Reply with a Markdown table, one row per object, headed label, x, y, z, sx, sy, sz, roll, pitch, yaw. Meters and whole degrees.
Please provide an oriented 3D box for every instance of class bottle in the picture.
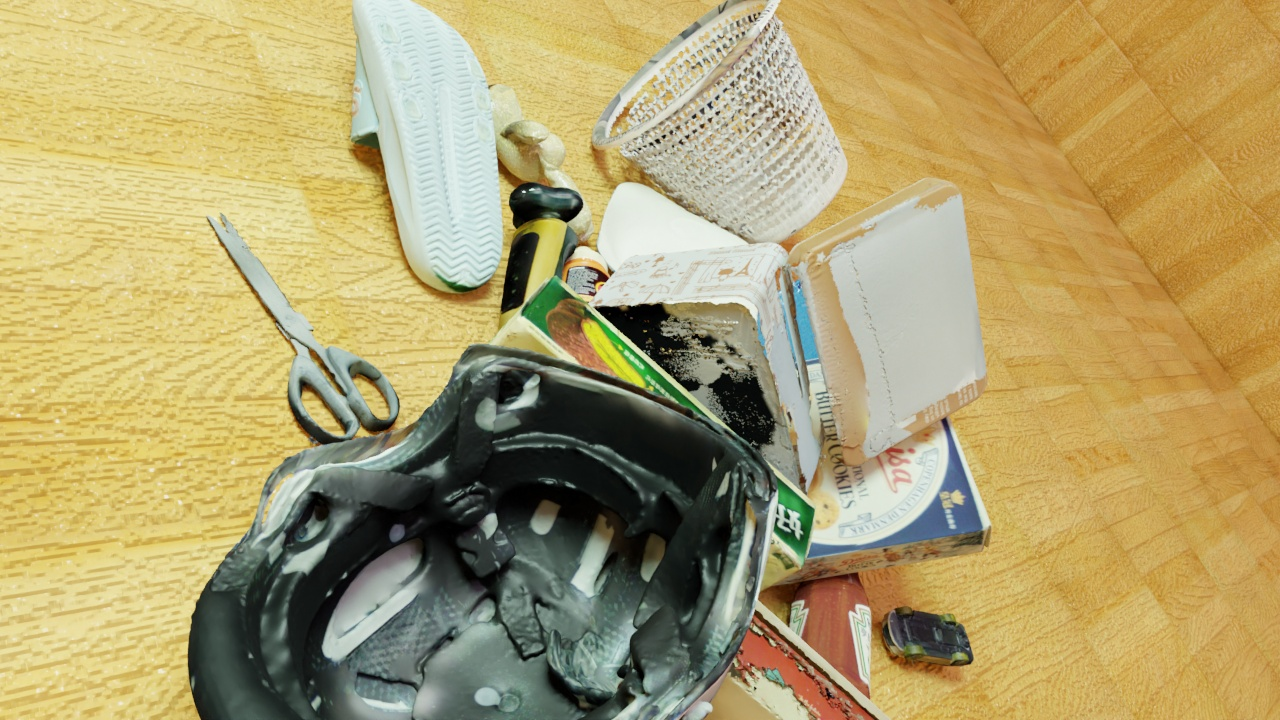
| label | x | y | z | sx | sy | sz | roll | pitch | yaw |
| --- | --- | --- | --- | --- | --- | --- | --- | --- | --- |
| bottle | -0.045 | -0.042 | 0.718 | 0.066 | 0.067 | 0.149 | 29 | 33 | -25 |
| bottle | 0.148 | 0.182 | 0.706 | 0.060 | 0.060 | 0.205 | 38 | 36 | -13 |

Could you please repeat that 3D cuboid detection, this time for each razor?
| label | x | y | z | sx | sy | sz | roll | pitch | yaw |
| --- | --- | --- | --- | --- | --- | --- | --- | --- | --- |
| razor | -0.081 | -0.074 | 0.685 | 0.067 | 0.062 | 0.167 | 53 | 28 | -36 |

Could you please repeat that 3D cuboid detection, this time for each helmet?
| label | x | y | z | sx | sy | sz | roll | pitch | yaw |
| --- | --- | --- | --- | --- | --- | --- | --- | --- | --- |
| helmet | -0.062 | 0.126 | 0.447 | 0.230 | 0.157 | 0.273 | 21 | 43 | 21 |

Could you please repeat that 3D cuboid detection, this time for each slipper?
| label | x | y | z | sx | sy | sz | roll | pitch | yaw |
| --- | --- | --- | --- | --- | --- | --- | --- | --- | --- |
| slipper | -0.165 | -0.163 | 0.696 | 0.103 | 0.074 | 0.245 | 0 | 74 | -48 |

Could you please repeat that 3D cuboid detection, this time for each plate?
| label | x | y | z | sx | sy | sz | roll | pitch | yaw |
| --- | --- | --- | --- | --- | --- | --- | --- | --- | --- |
| plate | 0.034 | -0.086 | 0.841 | 0.163 | 0.034 | 0.163 | 27 | 38 | -10 |

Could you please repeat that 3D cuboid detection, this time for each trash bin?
| label | x | y | z | sx | sy | sz | roll | pitch | yaw |
| --- | --- | --- | --- | --- | --- | --- | --- | --- | --- |
| trash bin | 0.096 | -0.224 | 0.920 | 0.192 | 0.228 | 0.226 | 46 | 34 | -24 |

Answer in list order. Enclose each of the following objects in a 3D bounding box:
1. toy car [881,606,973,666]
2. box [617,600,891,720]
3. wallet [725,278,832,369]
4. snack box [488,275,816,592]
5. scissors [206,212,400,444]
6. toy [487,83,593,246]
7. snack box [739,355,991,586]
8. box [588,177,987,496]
| label | x | y | z | sx | sy | sz | roll | pitch | yaw |
| --- | --- | --- | --- | --- | --- | --- | --- | --- | --- |
| toy car | 0.239 | 0.235 | 0.772 | 0.090 | 0.035 | 0.042 | 18 | 44 | -27 |
| box | 0.073 | 0.222 | 0.564 | 0.168 | 0.092 | 0.079 | 42 | 33 | -8 |
| wallet | 0.151 | 0.002 | 0.849 | 0.133 | 0.106 | 0.040 | 52 | 1 | 4 |
| snack box | -0.009 | 0.066 | 0.604 | 0.240 | 0.115 | 0.063 | 42 | 37 | -9 |
| scissors | -0.209 | -0.023 | 0.571 | 0.135 | 0.014 | 0.174 | 16 | 44 | -35 |
| toy | -0.093 | -0.167 | 0.788 | 0.157 | 0.066 | 0.105 | 53 | 3 | -1 |
| snack box | 0.154 | 0.077 | 0.721 | 0.046 | 0.182 | 0.177 | 70 | 11 | -49 |
| box | 0.107 | -0.003 | 0.635 | 0.126 | 0.274 | 0.179 | -93 | 166 | -60 |
